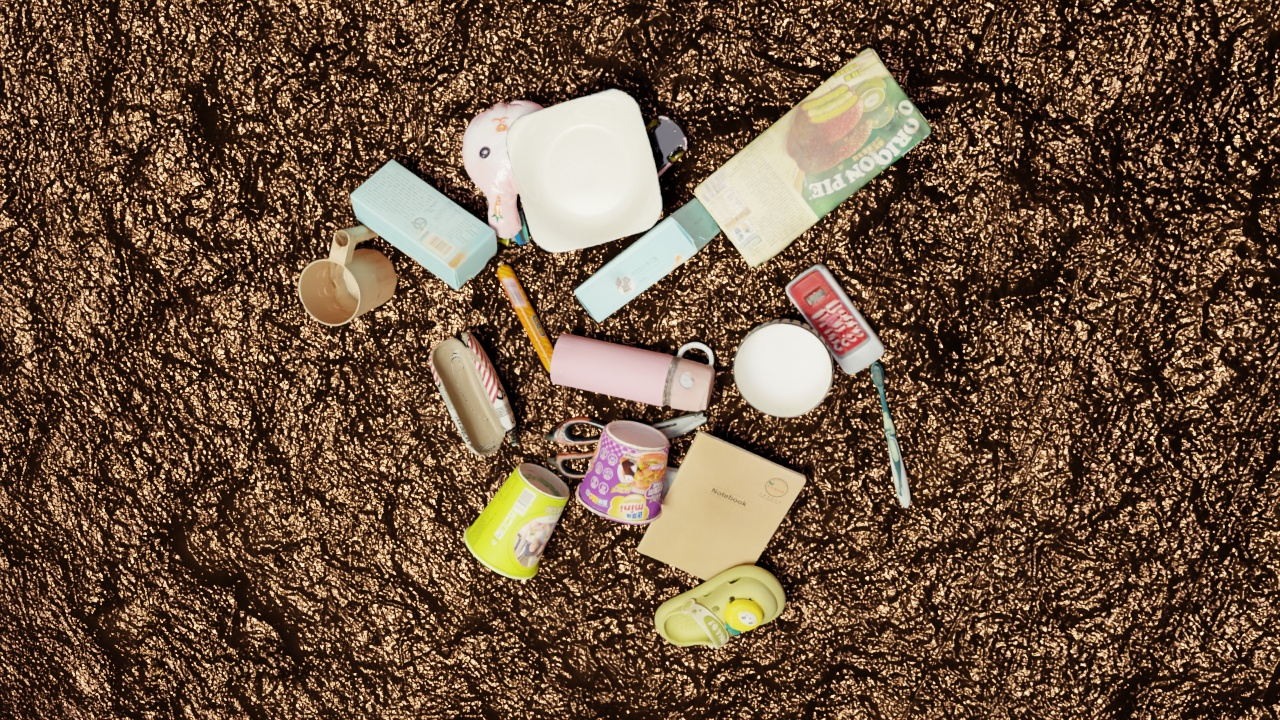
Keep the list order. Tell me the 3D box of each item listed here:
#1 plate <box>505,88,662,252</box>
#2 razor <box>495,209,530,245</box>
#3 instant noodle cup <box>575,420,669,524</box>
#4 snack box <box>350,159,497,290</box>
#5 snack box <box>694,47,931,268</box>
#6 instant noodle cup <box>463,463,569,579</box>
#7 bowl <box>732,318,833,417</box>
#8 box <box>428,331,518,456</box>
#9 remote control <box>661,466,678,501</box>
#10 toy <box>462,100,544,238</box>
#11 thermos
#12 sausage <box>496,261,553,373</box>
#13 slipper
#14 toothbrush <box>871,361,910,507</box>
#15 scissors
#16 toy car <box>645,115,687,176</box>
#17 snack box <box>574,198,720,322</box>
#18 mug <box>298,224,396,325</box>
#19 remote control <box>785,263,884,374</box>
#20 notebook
[{"bbox_3d":[-0.062,-0.215,1.056,0.164,0.034,0.163,-12,101,12],"label":"plate"},{"bbox_3d":[-0.205,-0.149,1.160,0.143,0.022,0.042,-15,88,17],"label":"razor"},{"bbox_3d":[-0.015,0.135,1.143,0.111,0.111,0.099,18,109,8],"label":"instant noodle cup"},{"bbox_3d":[-0.264,-0.166,1.122,0.175,0.074,0.052,35,154,12],"label":"snack box"},{"bbox_3d":[0.185,-0.219,1.009,0.240,0.063,0.114,-38,95,14],"label":"snack box"},{"bbox_3d":[-0.156,0.206,1.216,0.111,0.111,0.123,32,102,3],"label":"instant noodle cup"},{"bbox_3d":[0.172,0.003,1.091,0.116,0.066,0.116,4,108,13],"label":"bowl"},{"bbox_3d":[-0.221,0.047,1.198,0.087,0.076,0.163,-25,102,-1],"label":"box"},{"bbox_3d":[0.079,0.170,1.186,0.125,0.024,0.049,8,110,10],"label":"remote control"},{"bbox_3d":[-0.149,-0.229,1.102,0.121,0.054,0.159,-10,101,7],"label":"toy"},{"bbox_3d":[-0.007,0.007,1.141,0.199,0.067,0.087,10,79,11],"label":"thermos"},{"bbox_3d":[-0.142,-0.052,1.174,0.021,0.021,0.165,-23,100,19],"label":"sausage"},{"bbox_3d":[0.101,0.339,1.197,0.191,0.081,0.091,-28,111,25],"label":"slipper"},{"bbox_3d":[0.304,0.093,1.111,0.016,0.018,0.192,-12,103,16],"label":"toothbrush"},{"bbox_3d":[-0.023,0.090,1.191,0.185,0.015,0.209,35,111,1],"label":"scissors"},{"bbox_3d":[0.002,-0.233,1.077,0.122,0.037,0.056,-40,96,17],"label":"toy car"},{"bbox_3d":[0.006,-0.115,1.068,0.175,0.074,0.051,-33,99,37],"label":"snack box"},{"bbox_3d":[-0.365,-0.115,1.166,0.084,0.103,0.125,22,110,6],"label":"mug"},{"bbox_3d":[0.230,-0.048,1.086,0.056,0.020,0.136,-35,95,20],"label":"remote control"},{"bbox_3d":[0.100,0.198,1.175,0.148,0.008,0.208,24,118,-2],"label":"notebook"}]
